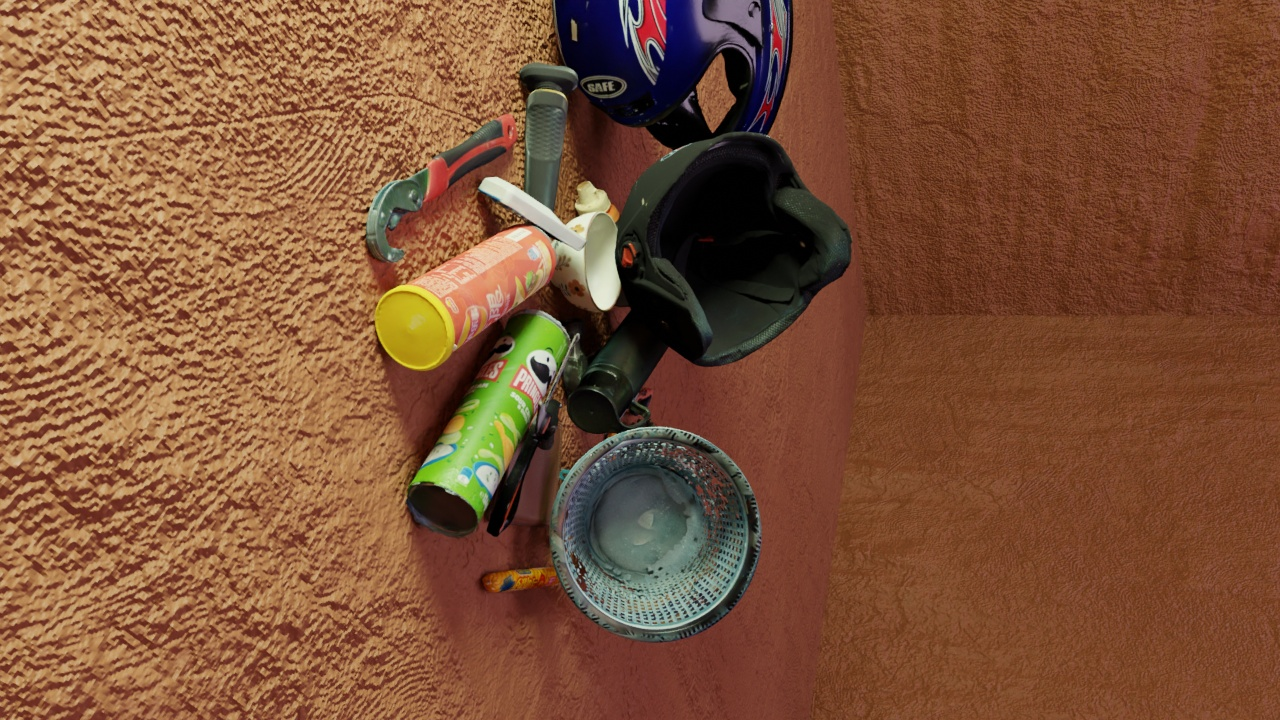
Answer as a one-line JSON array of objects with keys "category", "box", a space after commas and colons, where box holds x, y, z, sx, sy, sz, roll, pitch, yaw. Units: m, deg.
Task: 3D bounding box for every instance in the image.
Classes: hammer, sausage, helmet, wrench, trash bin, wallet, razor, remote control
[{"category": "hammer", "box": [-0.025, -0.020, 1.210, 0.322, 0.032, 0.126, -34, 123, -66]}, {"category": "sausage", "box": [-0.124, 0.233, 0.977, 0.165, 0.021, 0.021, 24, 69, -67]}, {"category": "helmet", "box": [0.023, -0.377, 1.027, 0.239, 0.248, 0.316, -16, 109, -38]}, {"category": "wrench", "box": [-0.172, -0.170, 0.834, 0.272, 0.016, 0.056, -61, 146, -51]}, {"category": "trash bin", "box": [0.009, 0.195, 1.064, 0.195, 0.226, 0.226, 123, -29, -82]}, {"category": "wallet", "box": [-0.121, 0.113, 0.969, 0.101, 0.032, 0.124, 32, 61, -63]}, {"category": "razor", "box": [-0.103, -0.228, 0.977, 0.067, 0.062, 0.167, -148, -117, -78]}, {"category": "helmet", "box": [0.081, -0.130, 1.038, 0.233, 0.230, 0.275, -29, 123, -22]}, {"category": "remote control", "box": [-0.107, -0.147, 0.924, 0.125, 0.049, 0.024, 29, 92, -52]}]

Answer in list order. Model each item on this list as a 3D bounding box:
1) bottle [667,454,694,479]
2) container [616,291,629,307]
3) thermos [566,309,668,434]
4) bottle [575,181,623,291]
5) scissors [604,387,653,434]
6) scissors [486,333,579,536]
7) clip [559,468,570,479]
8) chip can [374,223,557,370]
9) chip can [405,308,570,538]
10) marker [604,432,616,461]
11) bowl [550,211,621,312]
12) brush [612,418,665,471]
[{"category": "bottle", "box": [0.044, 0.178, 1.265, 0.206, 0.060, 0.059, 103, -1, -64]}, {"category": "container", "box": [0.014, -0.136, 1.228, 0.090, 0.090, 0.111, -38, 124, -64]}, {"category": "thermos", "box": [-0.007, 0.006, 1.097, 0.069, 0.090, 0.241, -52, -177, 36]}, {"category": "bottle", "box": [-0.041, -0.155, 1.126, 0.149, 0.067, 0.066, 64, 33, -38]}, {"category": "scissors", "box": [-0.005, 0.037, 1.222, 0.189, 0.015, 0.225, 94, 19, -55]}, {"category": "scissors", "box": [-0.095, 0.073, 0.852, 0.221, 0.021, 0.229, -69, -176, -86]}, {"category": "clip", "box": [-0.098, 0.129, 1.043, 0.055, 0.038, 0.013, 22, 70, -57]}, {"category": "chip can", "box": [-0.149, -0.065, 0.826, 0.216, 0.073, 0.073, -50, 137, -59]}, {"category": "chip can", "box": [-0.137, 0.052, 0.862, 0.235, 0.072, 0.072, -67, 150, -43]}, {"category": "marker", "box": [-0.035, 0.084, 1.213, 0.018, 0.015, 0.123, 60, 35, -64]}, {"category": "bowl", "box": [-0.068, -0.112, 1.048, 0.113, 0.062, 0.113, 2, 90, -71]}, {"category": "brush", "box": [-0.003, 0.145, 1.236, 0.073, 0.063, 0.145, 70, 28, -44]}]
